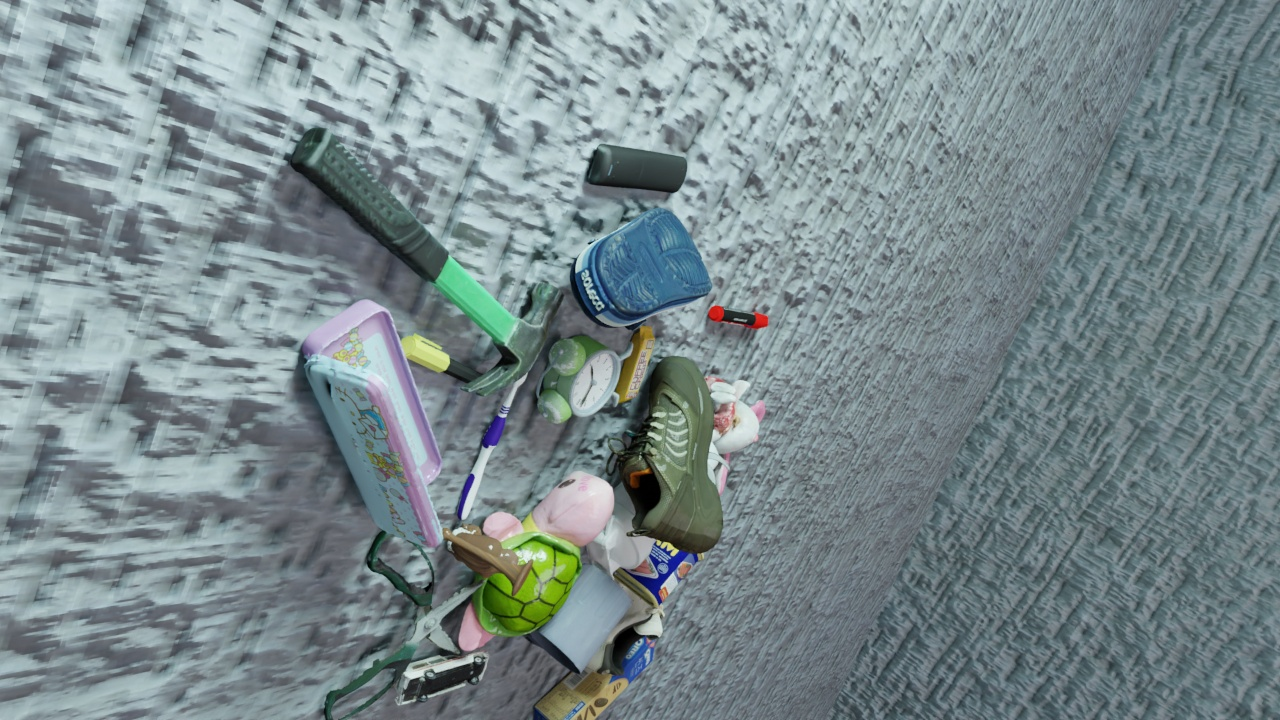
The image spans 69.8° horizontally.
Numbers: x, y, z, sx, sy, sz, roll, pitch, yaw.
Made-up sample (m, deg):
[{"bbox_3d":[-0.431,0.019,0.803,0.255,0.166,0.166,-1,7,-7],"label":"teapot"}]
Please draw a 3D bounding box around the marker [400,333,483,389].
[{"bbox_3d":[-0.172,0.004,0.827,0.021,0.017,0.124,-59,151,-3],"label":"marker"}]

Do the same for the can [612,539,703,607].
[{"bbox_3d":[0.009,0.256,1.210,0.092,0.116,0.057,-45,146,-21],"label":"can"}]

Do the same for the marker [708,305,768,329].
[{"bbox_3d":[0.131,-0.057,1.230,0.024,0.021,0.144,-40,158,25],"label":"marker"}]

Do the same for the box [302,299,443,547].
[{"bbox_3d":[-0.201,0.063,0.757,0.089,0.092,0.214,-41,144,-31],"label":"box"}]

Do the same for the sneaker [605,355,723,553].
[{"bbox_3d":[0.007,0.105,1.064,0.142,0.237,0.101,8,152,-27],"label":"sneaker"}]

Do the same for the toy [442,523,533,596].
[{"bbox_3d":[-0.157,0.200,0.939,0.041,0.102,0.055,-61,167,-11],"label":"toy"}]

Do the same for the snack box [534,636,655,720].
[{"bbox_3d":[-0.062,0.467,1.331,0.206,0.057,0.056,-33,141,-39],"label":"snack box"}]

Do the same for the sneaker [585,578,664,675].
[{"bbox_3d":[0.000,0.326,1.264,0.241,0.102,0.089,-55,149,-13],"label":"sneaker"}]

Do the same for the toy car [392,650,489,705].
[{"bbox_3d":[-0.220,0.343,1.009,0.113,0.039,0.039,1,114,-51],"label":"toy car"}]

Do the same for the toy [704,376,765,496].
[{"bbox_3d":[0.119,0.084,1.263,0.158,0.084,0.194,-57,151,-24],"label":"toy"}]

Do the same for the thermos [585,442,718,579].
[{"bbox_3d":[0.010,0.175,1.175,0.219,0.099,0.099,-43,145,-37],"label":"thermos"}]

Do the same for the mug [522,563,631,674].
[{"bbox_3d":[-0.083,0.311,1.125,0.103,0.124,0.084,-48,111,-25],"label":"mug"}]

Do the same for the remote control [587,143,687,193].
[{"bbox_3d":[0.002,-0.191,0.925,0.151,0.020,0.041,-10,124,-55],"label":"remote control"}]

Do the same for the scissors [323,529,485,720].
[{"bbox_3d":[-0.248,0.260,0.904,0.201,0.015,0.202,-37,131,-21],"label":"scissors"}]

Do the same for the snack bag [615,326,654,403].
[{"bbox_3d":[-0.006,0.006,1.075,0.026,0.020,0.099,-4,118,-54],"label":"snack bag"}]

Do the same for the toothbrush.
[{"bbox_3d":[-0.150,0.078,0.922,0.015,0.016,0.187,4,113,-57],"label":"toothbrush"}]

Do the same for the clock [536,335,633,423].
[{"bbox_3d":[-0.066,0.018,0.972,0.119,0.042,0.094,-12,123,-53],"label":"clock"}]

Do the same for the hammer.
[{"bbox_3d":[-0.165,-0.075,0.747,0.130,0.032,0.319,-65,149,-16],"label":"hammer"}]

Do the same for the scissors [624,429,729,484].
[{"bbox_3d":[0.049,0.094,1.161,0.155,0.019,0.124,8,83,-20],"label":"scissors"}]

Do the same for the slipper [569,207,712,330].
[{"bbox_3d":[-0.010,-0.086,0.931,0.095,0.105,0.252,-28,179,26],"label":"slipper"}]

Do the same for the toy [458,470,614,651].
[{"bbox_3d":[-0.115,0.228,1.028,0.238,0.088,0.190,-51,138,-7],"label":"toy"}]
